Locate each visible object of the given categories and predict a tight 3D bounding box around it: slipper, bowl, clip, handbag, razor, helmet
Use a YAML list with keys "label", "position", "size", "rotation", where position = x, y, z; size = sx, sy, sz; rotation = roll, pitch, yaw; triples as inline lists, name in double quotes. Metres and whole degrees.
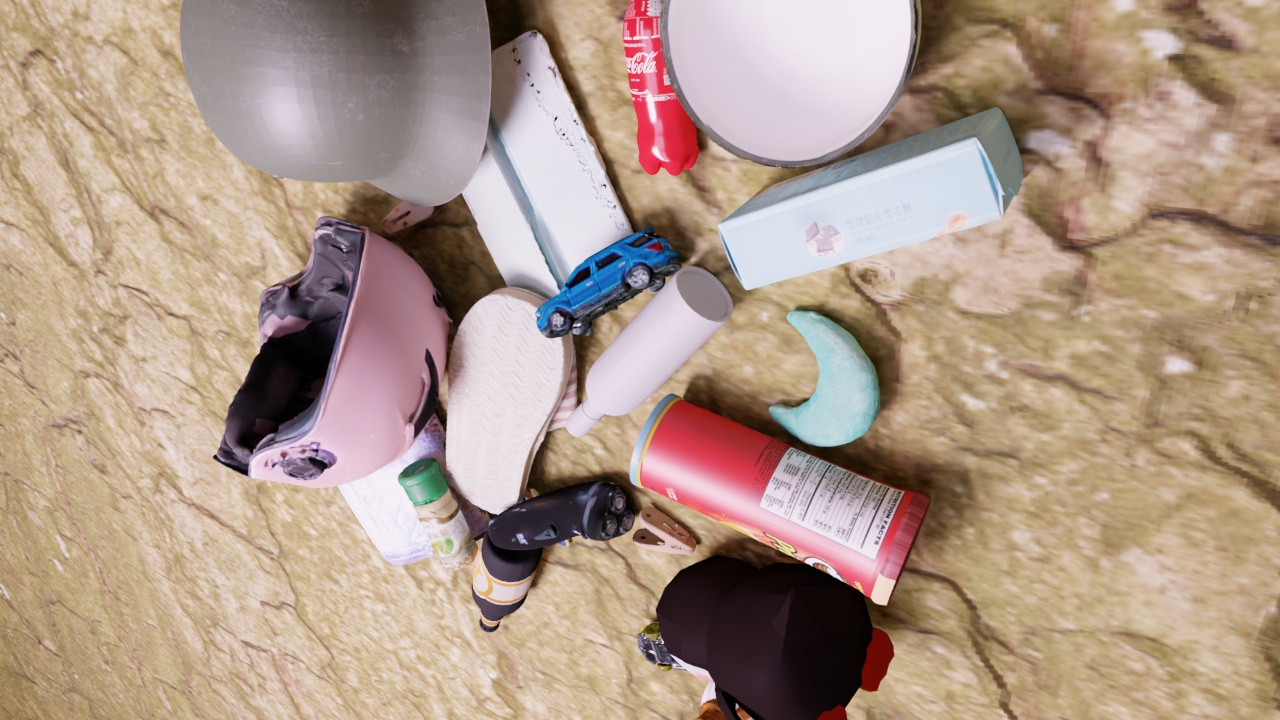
- label: "slipper"
  position: [-0.115, 0.040, 0.824]
  size: [0.115, 0.052, 0.264]
  rotation: [27, 131, 8]
- label: "bowl"
  position: [0.094, -0.198, 0.544]
  size: [0.153, 0.072, 0.154]
  rotation: [15, 124, 23]
- label: "clip"
  position: [-0.199, -0.129, 0.804]
  size: [0.061, 0.049, 0.026]
  rotation: [-32, 98, -2]
- label: "handbag"
  position: [-0.233, 0.123, 0.944]
  size: [0.127, 0.069, 0.158]
  rotation: [-19, 107, 23]
- label: "clip"
  position: [0.022, 0.162, 0.833]
  size: [0.061, 0.025, 0.049]
  rotation: [-29, 109, 32]
- label: "razor"
  position: [-0.076, 0.151, 0.846]
  size: [0.141, 0.063, 0.053]
  rotation: [-17, 115, 14]
- label: "helmet"
  position: [-0.253, 0.007, 0.801]
  size: [0.152, 0.229, 0.256]
  rotation: [25, 137, -30]
- label: "helmet"
  position: [-0.246, -0.222, 0.671]
  size: [0.268, 0.153, 0.227]
  rotation: [28, 122, 44]

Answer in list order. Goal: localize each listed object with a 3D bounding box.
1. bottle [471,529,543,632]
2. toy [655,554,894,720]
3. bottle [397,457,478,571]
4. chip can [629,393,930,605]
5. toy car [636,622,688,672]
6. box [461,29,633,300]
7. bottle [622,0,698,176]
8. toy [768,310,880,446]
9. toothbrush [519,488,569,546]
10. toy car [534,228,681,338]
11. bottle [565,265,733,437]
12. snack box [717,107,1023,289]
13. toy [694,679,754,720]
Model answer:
- label: "bottle"
  position: [-0.145, 0.232, 0.952]
  size: [0.059, 0.059, 0.182]
  rotation: [33, 137, 12]
- label: "toy"
  position: [0.086, 0.214, 0.752]
  size: [0.184, 0.158, 0.140]
  rotation: [7, 132, 49]
- label: "bottle"
  position: [-0.196, 0.150, 0.891]
  size: [0.043, 0.042, 0.111]
  rotation: [-6, 114, 34]
- label: "chip can"
  position: [0.104, 0.102, 0.705]
  size: [0.213, 0.086, 0.087]
  rotation: [22, 126, 21]
- label: "toy car"
  position: [0.044, 0.275, 0.878]
  size: [0.107, 0.030, 0.049]
  rotation: [-4, 115, 31]
- label: "box"
  position: [-0.090, -0.138, 0.716]
  size: [0.136, 0.044, 0.197]
  rotation: [-12, 113, 35]
- label: "bottle"
  position: [0.012, -0.196, 0.617]
  size: [0.042, 0.041, 0.142]
  rotation: [7, 120, 29]
- label: "toy"
  position: [0.137, 0.018, 0.673]
  size: [0.085, 0.033, 0.105]
  rotation: [28, 127, 33]
- label: "toothbrush"
  position: [-0.114, 0.132, 0.903]
  size: [0.022, 0.017, 0.135]
  rotation: [-32, 97, 45]
- label: "toy car"
  position: [-0.027, -0.057, 0.693]
  size: [0.120, 0.056, 0.043]
  rotation: [-31, 83, 13]
- label: "bottle"
  position: [-0.004, 0.004, 0.737]
  size: [0.052, 0.052, 0.196]
  rotation: [45, 131, 1]
- label: "snack box"
  position: [0.140, -0.098, 0.572]
  size: [0.175, 0.074, 0.053]
  rotation: [-15, 107, 37]
- label: "toy"
  position: [0.092, 0.306, 0.819]
  size: [0.087, 0.112, 0.067]
  rotation: [-41, 80, 41]
